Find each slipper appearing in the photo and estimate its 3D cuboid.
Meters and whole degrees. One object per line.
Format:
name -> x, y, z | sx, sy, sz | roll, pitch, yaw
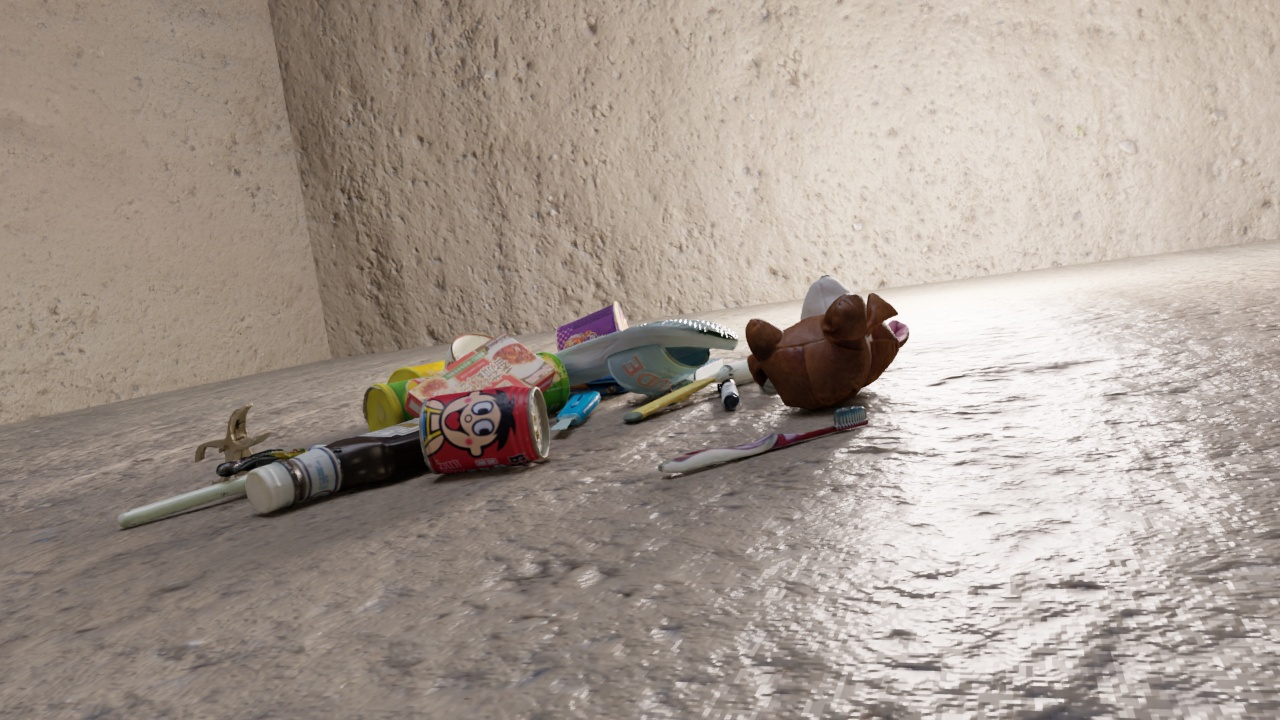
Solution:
slipper -> -0.006, 0.006, 1.043 | 0.246, 0.074, 0.104 | -14, -12, 33

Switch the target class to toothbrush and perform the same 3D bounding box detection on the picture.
toothbrush -> 0.142, -0.004, 1.030 | 0.026, 0.027, 0.224 | -3, 15, 6
toothbrush -> 0.094, 0.057, 0.672 | 0.187, 0.017, 0.016 | -10, 5, -27
toothbrush -> -0.347, 0.111, 0.792 | 0.189, 0.020, 0.029 | -14, 2, -42
toothbrush -> 0.121, 0.012, 1.067 | 0.220, 0.026, 0.026 | -12, -19, -37

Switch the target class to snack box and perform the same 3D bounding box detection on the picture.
snack box -> -0.158, 0.028, 0.925 | 0.075, 0.026, 0.152 | 34, 38, 13

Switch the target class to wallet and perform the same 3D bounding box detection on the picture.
wallet -> -0.058, 0.024, 1.186 | 0.133, 0.040, 0.106 | -6, 1, 27

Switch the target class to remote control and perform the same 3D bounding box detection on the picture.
remote control -> 0.064, 0.016, 1.131 | 0.049, 0.024, 0.124 | -6, 4, 22

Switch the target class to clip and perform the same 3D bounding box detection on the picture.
clip -> -0.370, 0.089, 0.853 | 0.105, 0.081, 0.034 | -22, 3, 36

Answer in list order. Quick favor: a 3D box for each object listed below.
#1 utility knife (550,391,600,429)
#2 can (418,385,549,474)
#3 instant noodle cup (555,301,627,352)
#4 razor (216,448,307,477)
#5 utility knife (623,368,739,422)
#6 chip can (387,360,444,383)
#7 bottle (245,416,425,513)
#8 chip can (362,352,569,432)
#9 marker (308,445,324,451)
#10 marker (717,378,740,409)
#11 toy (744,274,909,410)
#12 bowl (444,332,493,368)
utility knife -> -0.069, 0.055, 0.957 | 0.034, 0.018, 0.206 | -7, 6, 5
can -> -0.127, 0.057, 0.755 | 0.094, 0.066, 0.066 | -7, 5, 6
instant noodle cup -> -0.066, -0.020, 1.335 | 0.099, 0.111, 0.111 | -17, 4, 5
razor -> -0.345, 0.093, 0.849 | 0.043, 0.022, 0.142 | -10, -4, 10
utility knife -> 0.044, 0.033, 0.958 | 0.031, 0.020, 0.194 | -12, 11, 42
chip can -> -0.234, 0.028, 1.208 | 0.072, 0.072, 0.212 | -5, 6, 30
bottle -> -0.234, 0.083, 0.773 | 0.080, 0.044, 0.194 | -5, 7, 38
chip can -> -0.178, 0.041, 0.982 | 0.220, 0.072, 0.073 | -13, 7, -39
marker -> -0.278, 0.090, 0.909 | 0.146, 0.017, 0.016 | -5, 6, 33
marker -> 0.089, 0.034, 0.938 | 0.023, 0.018, 0.130 | -18, 4, 6
toy -> 0.178, -0.019, 0.867 | 0.140, 0.130, 0.199 | -12, -7, 30
bowl -> -0.193, 0.025, 1.126 | 0.113, 0.113, 0.062 | -16, -33, -56
